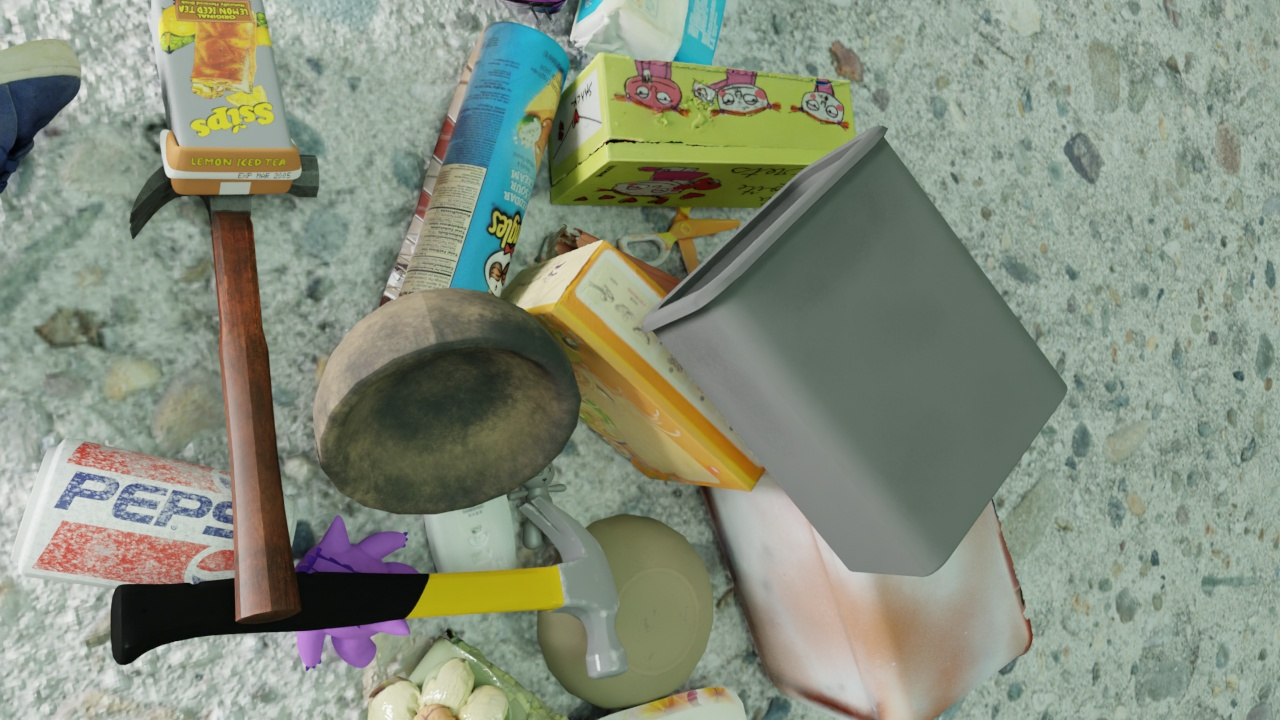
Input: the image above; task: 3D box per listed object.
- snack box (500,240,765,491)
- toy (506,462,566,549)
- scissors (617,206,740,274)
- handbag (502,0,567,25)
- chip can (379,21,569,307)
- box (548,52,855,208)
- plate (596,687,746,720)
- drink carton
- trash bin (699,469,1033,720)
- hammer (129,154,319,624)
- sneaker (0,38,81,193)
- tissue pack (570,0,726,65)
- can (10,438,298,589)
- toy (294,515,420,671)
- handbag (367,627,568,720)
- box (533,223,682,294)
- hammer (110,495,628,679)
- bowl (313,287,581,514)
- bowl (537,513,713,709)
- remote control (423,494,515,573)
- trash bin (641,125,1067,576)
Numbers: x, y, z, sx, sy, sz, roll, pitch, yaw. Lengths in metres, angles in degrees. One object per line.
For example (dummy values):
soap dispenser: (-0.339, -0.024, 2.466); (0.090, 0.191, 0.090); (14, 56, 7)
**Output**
snack box: (-0.004, 0.004, 0.671); (0.195, 0.145, 0.080); (43, 68, -20)
toy: (-0.079, 0.084, 0.688); (0.049, 0.030, 0.111); (-5, 88, -36)
scissors: (0.033, -0.112, 0.777); (0.129, 0.011, 0.125); (-19, 95, -28)
handbag: (-0.114, -0.342, 0.681); (0.170, 0.068, 0.144); (20, 76, -21)
chip can: (-0.116, -0.122, 0.652); (0.079, 0.080, 0.229); (22, 76, -28)
box: (0.049, -0.170, 0.716); (0.220, 0.125, 0.082); (-1, 84, -27)
plate: (0.012, 0.356, 0.712); (0.186, 0.016, 0.187); (-5, 100, -30)
drink carton: (-0.258, -0.167, 0.565); (0.076, 0.049, 0.124); (-7, 71, -31)
trash bin: (0.170, 0.147, 0.746); (0.157, 0.182, 0.260); (-23, 99, -28)
hammer: (-0.233, 0.003, 0.539); (0.111, 0.028, 0.300); (-3, 65, -28)
sneaker: (-0.367, -0.060, 0.491); (0.232, 0.092, 0.118); (-45, 104, -24)
tissue pack: (0.018, -0.323, 0.745); (0.117, 0.066, 0.209); (19, 77, -35)
can: (-0.281, 0.097, 0.540); (0.136, 0.078, 0.078); (18, 78, -28)
toy: (-0.190, 0.153, 0.603); (0.088, 0.056, 0.105); (43, 67, -23)
handbag: (-0.094, 0.263, 0.602); (0.186, 0.117, 0.113); (30, 65, 7)
box: (0.006, -0.056, 0.737); (0.186, 0.057, 0.060); (22, 108, -26)
hammer: (-0.145, 0.146, 0.568); (0.323, 0.029, 0.127); (8, 60, -40)
bowl: (-0.124, 0.021, 0.579); (0.162, 0.163, 0.070); (2, 43, -30)
bowl: (-0.001, 0.198, 0.715); (0.152, 0.051, 0.152); (2, 86, -30)
remote control: (-0.125, 0.111, 0.660); (0.060, 0.028, 0.114); (-14, 94, -30)
trash bin: (0.145, -0.004, 0.599); (0.191, 0.098, 0.220); (-44, 100, -24)
